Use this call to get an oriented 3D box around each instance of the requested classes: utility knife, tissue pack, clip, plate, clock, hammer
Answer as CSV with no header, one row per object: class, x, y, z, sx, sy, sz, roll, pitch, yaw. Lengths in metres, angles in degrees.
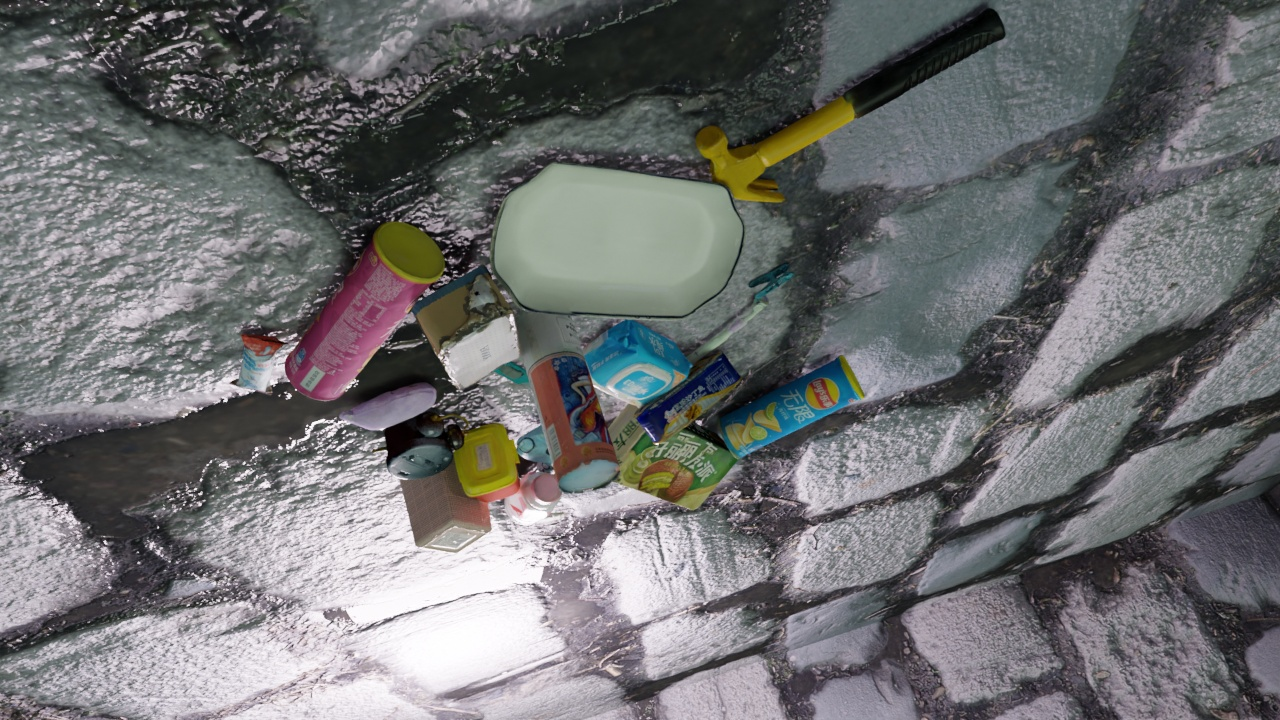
utility knife,-0.160,0.011,1.115,0.029,0.013,0.215,-30,147,17
tissue pack,-0.007,0.007,1.144,0.090,0.063,0.140,-33,146,22
clip,0.159,-0.096,1.114,0.056,0.042,0.014,-30,150,15
plate,-0.022,-0.120,0.919,0.265,0.034,0.162,2,123,-23
clock,-0.272,0.103,1.159,0.122,0.055,0.082,-29,147,15
hammer,0.204,-0.247,0.892,0.301,0.032,0.128,-28,148,14

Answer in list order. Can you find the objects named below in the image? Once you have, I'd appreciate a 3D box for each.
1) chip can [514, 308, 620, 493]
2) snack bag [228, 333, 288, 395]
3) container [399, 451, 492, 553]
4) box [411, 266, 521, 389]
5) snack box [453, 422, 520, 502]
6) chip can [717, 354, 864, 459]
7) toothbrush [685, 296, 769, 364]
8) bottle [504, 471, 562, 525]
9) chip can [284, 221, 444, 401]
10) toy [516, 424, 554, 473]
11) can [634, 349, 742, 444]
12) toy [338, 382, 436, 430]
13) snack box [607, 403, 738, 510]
chip can,-0.084,0.038,1.004,0.071,0.214,0.071,-14,149,-9
snack bag,-0.401,0.004,0.961,0.048,0.026,0.104,15,136,-25
container,-0.264,0.196,1.255,0.090,0.110,0.089,-34,146,23
box,-0.174,-0.027,0.949,0.089,0.061,0.184,-30,171,-14
snack box,-0.200,0.141,1.227,0.082,0.091,0.080,-17,155,-2
chip can,0.221,0.070,1.361,0.210,0.071,0.071,-28,148,16
toothbrush,0.093,-0.025,1.194,0.190,0.020,0.029,-39,176,32
bottle,-0.148,0.191,1.295,0.068,0.068,0.197,-9,168,-17
chip can,-0.278,-0.045,0.910,0.071,0.071,0.211,12,137,-41
toy,-0.108,0.118,1.279,0.161,0.049,0.157,-7,148,-33
can,0.062,0.047,1.205,0.148,0.049,0.075,-37,-173,-11
toy,-0.292,0.056,1.092,0.108,0.039,0.084,-23,166,0
snack box,0.039,0.140,1.346,0.114,0.063,0.240,-51,141,8
